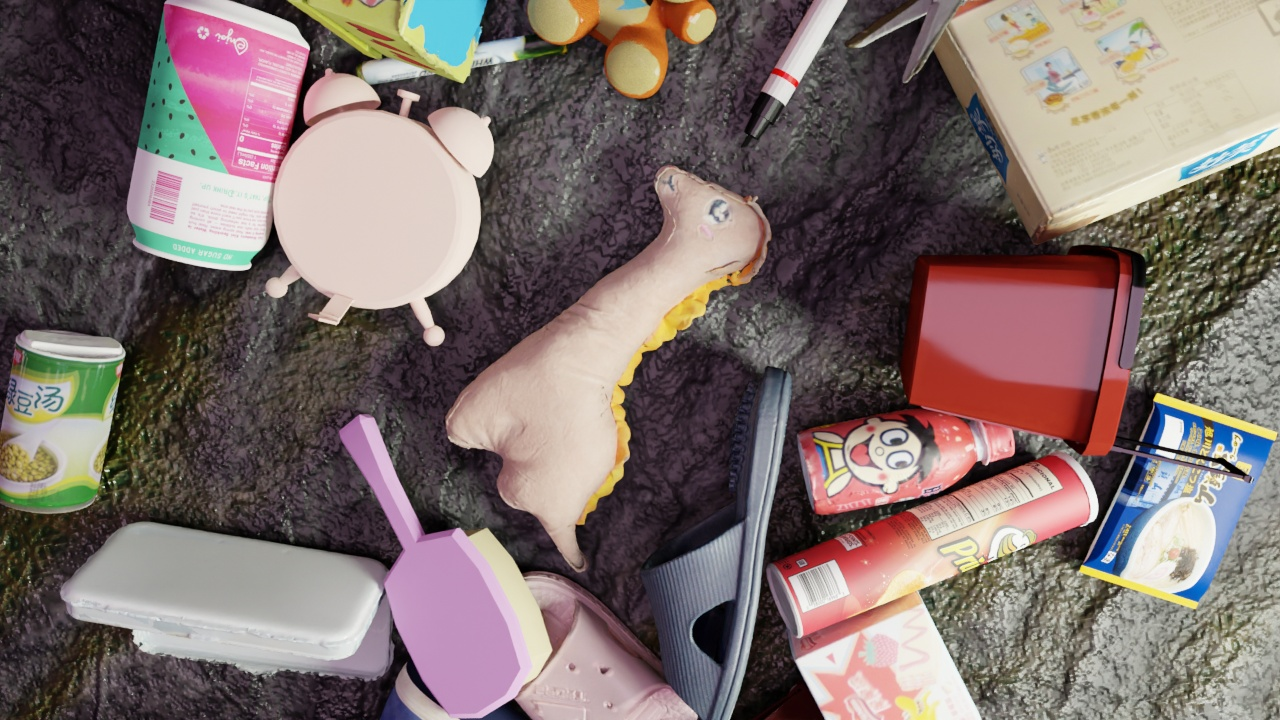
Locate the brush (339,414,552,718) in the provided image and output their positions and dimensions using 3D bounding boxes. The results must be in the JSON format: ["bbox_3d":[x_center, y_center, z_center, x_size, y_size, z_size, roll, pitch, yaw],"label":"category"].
[{"bbox_3d":[-0.147,0.139,0.657,0.089,0.043,0.228,-36,75,18],"label":"brush"}]

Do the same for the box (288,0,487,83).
[{"bbox_3d":[-0.124,-0.292,0.551,0.083,0.124,0.221,22,98,5],"label":"box"}]

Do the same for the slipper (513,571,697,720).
[{"bbox_3d":[-0.018,0.254,0.665,0.239,0.064,0.094,40,99,-4],"label":"slipper"}]

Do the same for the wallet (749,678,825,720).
[{"bbox_3d":[0.092,0.294,0.664,0.115,0.018,0.091,-35,113,-6],"label":"wallet"}]

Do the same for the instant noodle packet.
[{"bbox_3d":[0.368,0.098,0.630,0.087,0.026,0.134,18,100,-2],"label":"instant noodle packet"}]

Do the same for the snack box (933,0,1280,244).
[{"bbox_3d":[0.305,-0.182,0.553,0.207,0.055,0.153,-23,76,8],"label":"snack box"}]

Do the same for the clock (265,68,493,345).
[{"bbox_3d":[-0.178,-0.103,0.617,0.131,0.086,0.160,17,93,1],"label":"clock"}]

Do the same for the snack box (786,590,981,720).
[{"bbox_3d":[0.164,0.211,0.636,0.095,0.079,0.093,-26,95,8],"label":"snack box"}]

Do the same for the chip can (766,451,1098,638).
[{"bbox_3d":[0.192,0.121,0.609,0.214,0.052,0.052,-20,97,-7],"label":"chip can"}]

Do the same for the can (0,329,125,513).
[{"bbox_3d":[-0.419,0.042,0.660,0.067,0.067,0.121,17,100,2],"label":"can"}]

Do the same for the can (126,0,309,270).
[{"bbox_3d":[-0.281,-0.150,0.610,0.088,0.088,0.166,17,100,2],"label":"can"}]

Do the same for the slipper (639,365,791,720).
[{"bbox_3d":[0.046,0.129,0.630,0.082,0.101,0.263,11,93,10],"label":"slipper"}]

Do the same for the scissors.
[{"bbox_3d":[0.215,-0.254,0.556,0.197,0.015,0.179,-8,68,15],"label":"scissors"}]

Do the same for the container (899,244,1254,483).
[{"bbox_3d":[0.269,-0.007,0.561,0.201,0.148,0.127,8,101,12],"label":"container"}]

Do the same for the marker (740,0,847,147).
[{"bbox_3d":[0.106,-0.205,0.607,0.019,0.019,0.146,31,100,-1],"label":"marker"}]

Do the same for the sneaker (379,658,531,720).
[{"bbox_3d":[-0.101,0.329,0.668,0.233,0.091,0.118,31,95,0],"label":"sneaker"}]

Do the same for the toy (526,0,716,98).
[{"bbox_3d":[0.012,-0.258,0.575,0.112,0.096,0.176,33,88,-1],"label":"toy"}]

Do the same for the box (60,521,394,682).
[{"bbox_3d":[-0.288,0.185,0.654,0.211,0.105,0.130,4,102,4],"label":"box"}]

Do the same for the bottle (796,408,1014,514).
[{"bbox_3d":[0.179,0.063,0.621,0.137,0.062,0.062,-13,97,7],"label":"bottle"}]

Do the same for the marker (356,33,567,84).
[{"bbox_3d":[-0.121,-0.206,0.626,0.146,0.017,0.017,-7,98,6],"label":"marker"}]

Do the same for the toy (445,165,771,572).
[{"bbox_3d":[-0.004,0.004,0.633,0.264,0.065,0.196,-36,103,2],"label":"toy"}]
